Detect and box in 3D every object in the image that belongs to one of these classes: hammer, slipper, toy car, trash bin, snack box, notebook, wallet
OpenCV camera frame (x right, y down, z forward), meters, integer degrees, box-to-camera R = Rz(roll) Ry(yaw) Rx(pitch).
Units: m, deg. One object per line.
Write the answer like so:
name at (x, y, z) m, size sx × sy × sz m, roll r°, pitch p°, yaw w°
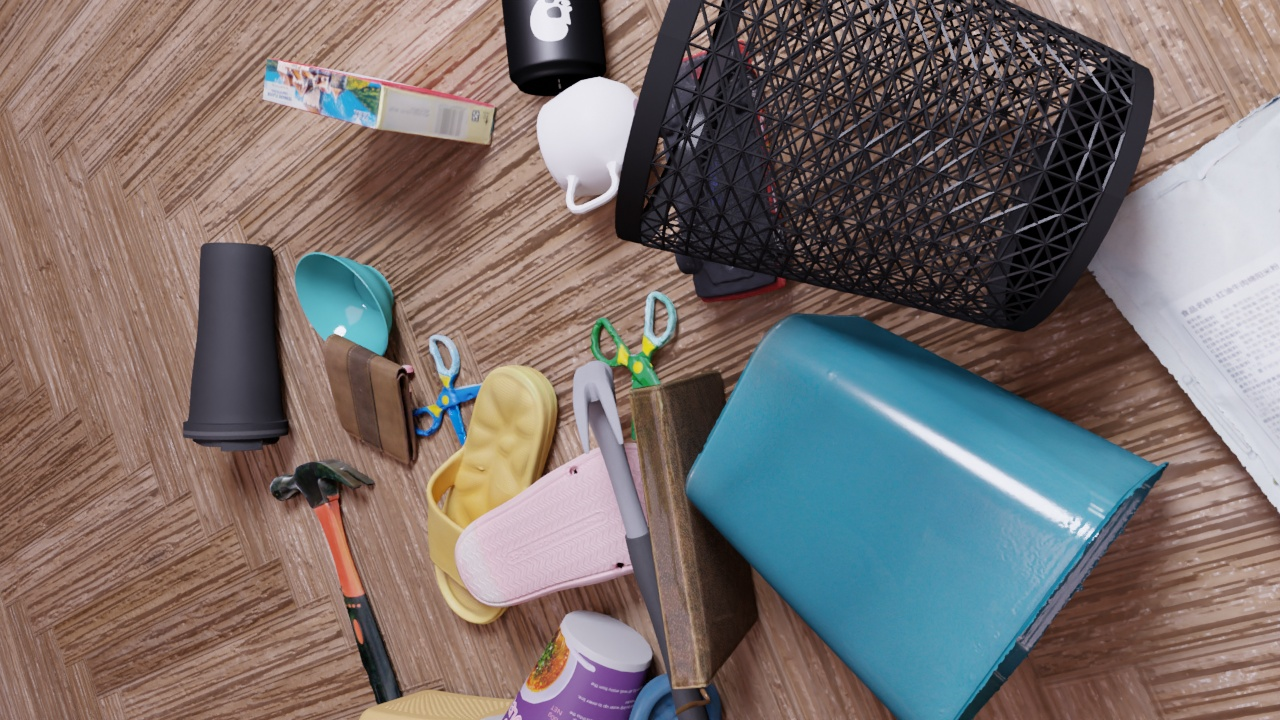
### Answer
hammer at (-0.300, 0.265, 0.982) m, size 0.133 × 0.033 × 0.333 m, roll -22°, pitch 85°, yaw 30°
slipper at (-0.056, 0.139, 0.777) m, size 0.222 × 0.055 × 0.107 m, roll -24°, pitch 90°, yaw 9°
toy car at (0.062, -0.141, 0.699) m, size 0.082 × 0.056 × 0.189 m, roll -9°, pitch 90°, yaw 32°
trash bin at (0.170, 0.088, 0.589) m, size 0.219 × 0.198 × 0.197 m, roll 38°, pitch 112°, yaw 30°
snack box at (-0.230, -0.229, 0.817) m, size 0.145 × 0.142 × 0.040 m, roll 20°, pitch 106°, yaw 29°
slipper at (0.022, 0.362, 0.751) m, size 0.059 × 0.103 × 0.214 m, roll -164°, pitch 79°, yaw -71°
trash bin at (0.138, -0.134, 0.544) m, size 0.243 × 0.216 × 0.217 m, roll 20°, pitch 107°, yaw 5°
slipper at (-0.150, 0.128, 0.846) m, size 0.099 × 0.078 × 0.264 m, roll 28°, pitch 110°, yaw 29°
hammer at (0.004, 0.152, 0.694) m, size 0.029 × 0.125 × 0.311 m, roll -16°, pitch 97°, yaw 1°
notebook at (0.036, 0.121, 0.668) m, size 0.034 × 0.189 × 0.215 m, roll -8°, pitch 91°, yaw 21°
wallet at (-0.268, 0.039, 0.916) m, size 0.099 × 0.026 × 0.121 m, roll 23°, pitch 130°, yaw 25°

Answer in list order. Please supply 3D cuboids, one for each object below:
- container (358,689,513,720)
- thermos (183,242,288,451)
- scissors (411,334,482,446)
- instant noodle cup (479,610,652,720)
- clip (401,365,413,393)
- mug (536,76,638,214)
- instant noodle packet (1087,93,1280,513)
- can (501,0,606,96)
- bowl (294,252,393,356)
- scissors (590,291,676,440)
container at (-0.177, 0.410, 0.864) m, size 0.184 × 0.129 × 0.167 m, roll -7°, pitch 83°, yaw 32°
thermos at (-0.439, -0.015, 0.998) m, size 0.106 × 0.105 × 0.218 m, roll 1°, pitch 91°, yaw 31°
scissors at (-0.189, 0.035, 0.899) m, size 0.126 × 0.013 × 0.129 m, roll -15°, pitch 90°, yaw 33°
instant noodle cup at (-0.057, 0.286, 0.787) m, size 0.137 × 0.122 × 0.122 m, roll 22°, pitch 98°, yaw -6°
clip at (-0.252, 0.020, 0.931) m, size 0.059 × 0.023 × 0.050 m, roll -16°, pitch 86°, yaw 26°
mug at (-0.032, -0.165, 0.722) m, size 0.076 × 0.090 × 0.123 m, roll -15°, pitch 51°, yaw 22°
instant noodle packet at (0.389, -0.007, 0.526) m, size 0.147 × 0.057 × 0.269 m, roll -37°, pitch 71°, yaw 27°
can at (-0.074, -0.298, 0.750) m, size 0.080 × 0.080 × 0.146 m, roll -4°, pitch 93°, yaw 32°
bowl at (-0.282, -0.061, 0.912) m, size 0.121 × 0.046 × 0.121 m, roll 19°, pitch 130°, yaw 25°
scissors at (0.007, 0.000, 0.763) m, size 0.117 × 0.012 × 0.129 m, roll -49°, pitch 59°, yaw 21°
